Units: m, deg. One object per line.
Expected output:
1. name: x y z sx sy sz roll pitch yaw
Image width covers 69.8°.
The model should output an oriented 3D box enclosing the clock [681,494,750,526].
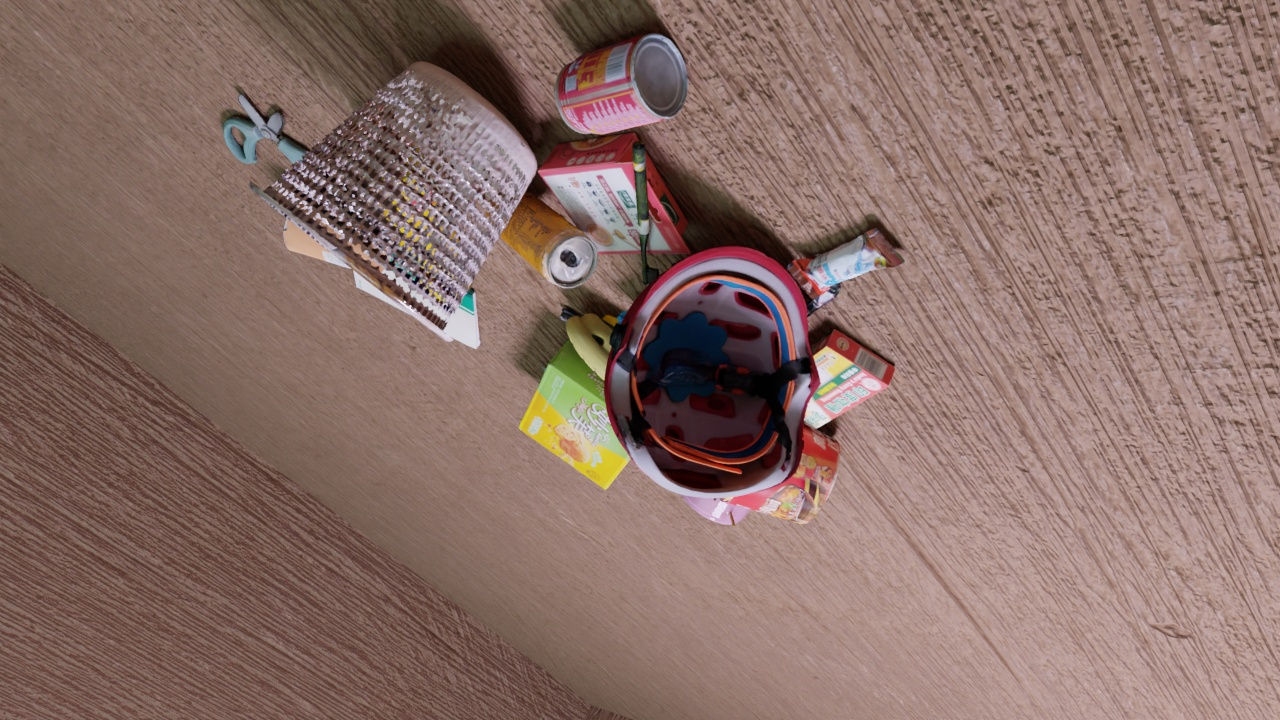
1. clock: 0.091 0.143 1.187 0.158 0.117 0.060 44 121 23

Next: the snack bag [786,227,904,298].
1. snack bag: 0.180 -0.086 0.816 0.048 0.026 0.104 43 148 -21

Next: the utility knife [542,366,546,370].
1. utility knife: -0.046 0.064 1.292 0.213 0.022 0.031 24 149 -2

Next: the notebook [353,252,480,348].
1. notebook: -0.321 -0.102 1.295 0.209 0.012 0.151 27 152 7

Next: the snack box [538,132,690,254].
1. snack box: -0.016 -0.156 0.874 0.127 0.044 0.113 5 143 41

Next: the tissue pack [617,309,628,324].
1. tissue pack: 0.045 -0.015 1.025 0.140 0.063 0.090 39 149 -18

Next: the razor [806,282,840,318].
1. razor: 0.158 -0.043 0.914 0.042 0.022 0.143 32 152 -6

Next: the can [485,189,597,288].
1. can: -0.102 -0.128 0.929 0.146 0.058 0.058 42 167 45

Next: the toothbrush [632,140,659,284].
1. toothbrush: 0.006 -0.127 0.835 0.017 0.012 0.186 17 150 14

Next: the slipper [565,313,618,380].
1. slipper: -0.007 0.006 1.102 0.190 0.081 0.092 45 174 3

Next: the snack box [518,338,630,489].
1. snack box: -0.066 0.073 1.239 0.157 0.069 0.211 35 147 2

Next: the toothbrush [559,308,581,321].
1. toothbrush: -0.023 -0.008 1.155 0.189 0.016 0.014 35 157 -10

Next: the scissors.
1. scissors: -0.452 -0.256 1.160 0.179 0.019 0.171 44 148 -23

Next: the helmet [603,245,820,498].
1. helmet: 0.058 0.006 0.905 0.206 0.240 0.144 7 -174 -18

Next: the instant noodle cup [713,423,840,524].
1. instant noodle cup: 0.162 0.120 1.074 0.108 0.137 0.138 22 153 -5

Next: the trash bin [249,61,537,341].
1. trash bin: -0.211 -0.159 0.860 0.227 0.192 0.227 37 174 4

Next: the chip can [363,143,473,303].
1. chip can: -0.256 -0.159 1.075 0.072 0.071 0.214 20 152 19

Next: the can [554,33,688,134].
1. can: -0.017 -0.221 0.743 0.094 0.066 0.066 0 140 44

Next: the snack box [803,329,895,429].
1. snack box: 0.196 0.023 0.981 0.077 0.027 0.156 32 152 -5

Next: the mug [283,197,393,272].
1. mug: -0.393 -0.159 1.206 0.123 0.078 0.078 22 152 7
